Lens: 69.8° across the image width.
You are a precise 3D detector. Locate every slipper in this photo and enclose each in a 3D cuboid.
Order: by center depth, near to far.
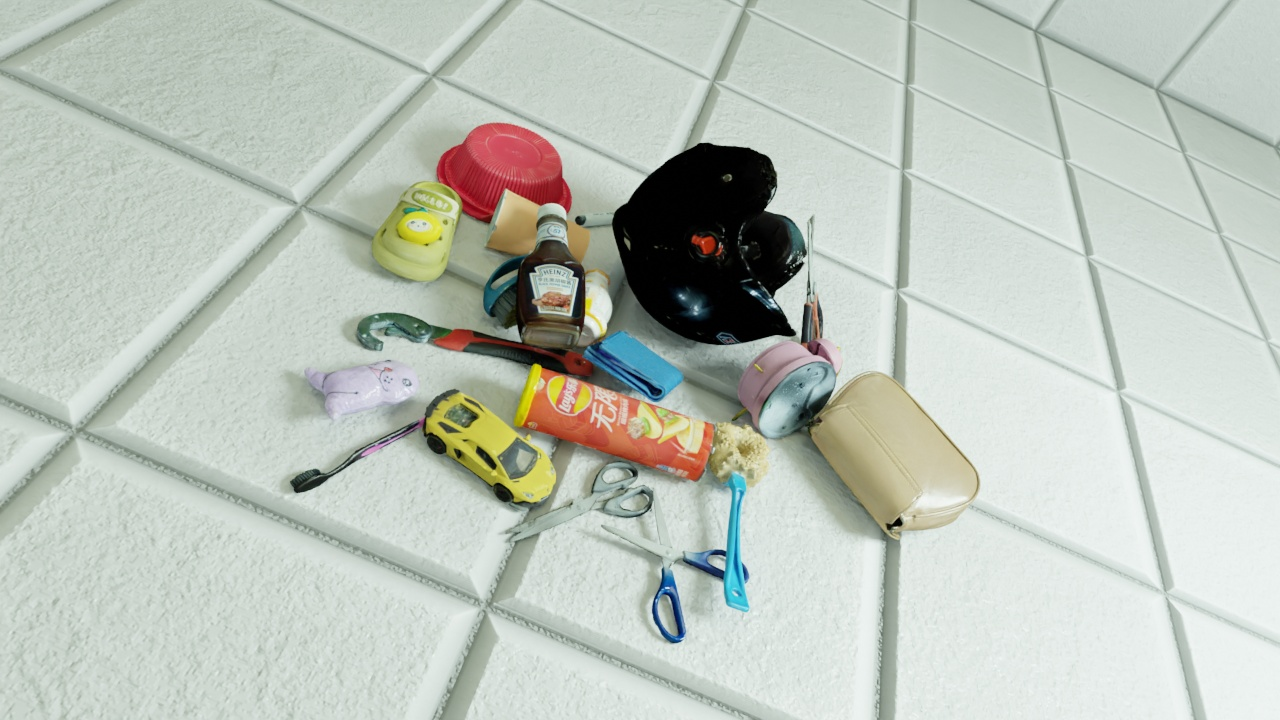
[{"bbox_3d":[-0.267,-0.177,1.124,0.091,0.082,0.190,16,41,-8],"label":"slipper"}]

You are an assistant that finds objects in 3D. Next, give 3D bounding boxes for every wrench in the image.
[{"bbox_3d":[-0.184,-0.017,1.054,0.273,0.016,0.056,9,45,-19],"label":"wrench"}]

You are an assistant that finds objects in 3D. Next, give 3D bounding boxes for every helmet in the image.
[{"bbox_3d":[0.092,-0.133,1.155,0.233,0.230,0.274,36,34,-64],"label":"helmet"}]

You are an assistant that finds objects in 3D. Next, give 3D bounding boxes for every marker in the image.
[{"bbox_3d":[-0.037,-0.206,1.314,0.130,0.018,0.022,-11,46,-35],"label":"marker"}]

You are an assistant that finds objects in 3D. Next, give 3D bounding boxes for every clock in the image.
[{"bbox_3d":[0.190,0.029,1.127,0.158,0.117,0.060,-10,43,-32],"label":"clock"}]

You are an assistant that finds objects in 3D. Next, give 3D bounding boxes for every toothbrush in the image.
[{"bbox_3d":[-0.266,0.084,0.916,0.018,0.014,0.188,31,40,25],"label":"toothbrush"}]

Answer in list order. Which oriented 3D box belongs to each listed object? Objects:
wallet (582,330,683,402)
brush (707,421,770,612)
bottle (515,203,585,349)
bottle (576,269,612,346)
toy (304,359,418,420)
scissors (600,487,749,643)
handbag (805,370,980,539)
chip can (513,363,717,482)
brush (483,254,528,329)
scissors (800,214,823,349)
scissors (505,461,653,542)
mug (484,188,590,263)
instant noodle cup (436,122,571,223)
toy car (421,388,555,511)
[{"bbox_3d":[-0.006,0.006,1.070,0.106,0.040,0.133,33,11,6],"label":"wallet"},{"bbox_3d":[0.104,0.162,0.997,0.083,0.046,0.254,23,40,-14],"label":"brush"},{"bbox_3d":[-0.105,-0.103,1.076,0.080,0.044,0.194,6,54,-13],"label":"bottle"},{"bbox_3d":[-0.065,-0.067,1.128,0.063,0.063,0.108,22,43,-6],"label":"bottle"},{"bbox_3d":[-0.283,0.025,0.946,0.107,0.039,0.084,-15,46,-36],"label":"toy"},{"bbox_3d":[0.038,0.206,0.942,0.162,0.012,0.172,8,50,-24],"label":"scissors"},{"bbox_3d":[0.300,0.118,1.110,0.147,0.100,0.204,-18,58,-29],"label":"handbag"},{"bbox_3d":[-0.028,0.070,1.008,0.216,0.073,0.073,19,43,-11],"label":"chip can"},{"bbox_3d":[-0.140,-0.094,1.123,0.073,0.055,0.143,42,45,13],"label":"brush"},{"bbox_3d":[0.224,-0.077,1.198,0.015,0.215,0.195,5,71,21],"label":"scissors"},{"bbox_3d":[-0.067,0.146,0.957,0.174,0.014,0.136,12,46,-14],"label":"scissors"},{"bbox_3d":[-0.131,-0.162,1.184,0.122,0.078,0.078,20,42,-15],"label":"mug"},{"bbox_3d":[-0.179,-0.264,1.265,0.193,0.066,0.193,14,45,-15],"label":"instant noodle cup"},{"bbox_3d":[-0.153,0.090,0.946,0.156,0.041,0.071,37,44,8],"label":"toy car"}]
